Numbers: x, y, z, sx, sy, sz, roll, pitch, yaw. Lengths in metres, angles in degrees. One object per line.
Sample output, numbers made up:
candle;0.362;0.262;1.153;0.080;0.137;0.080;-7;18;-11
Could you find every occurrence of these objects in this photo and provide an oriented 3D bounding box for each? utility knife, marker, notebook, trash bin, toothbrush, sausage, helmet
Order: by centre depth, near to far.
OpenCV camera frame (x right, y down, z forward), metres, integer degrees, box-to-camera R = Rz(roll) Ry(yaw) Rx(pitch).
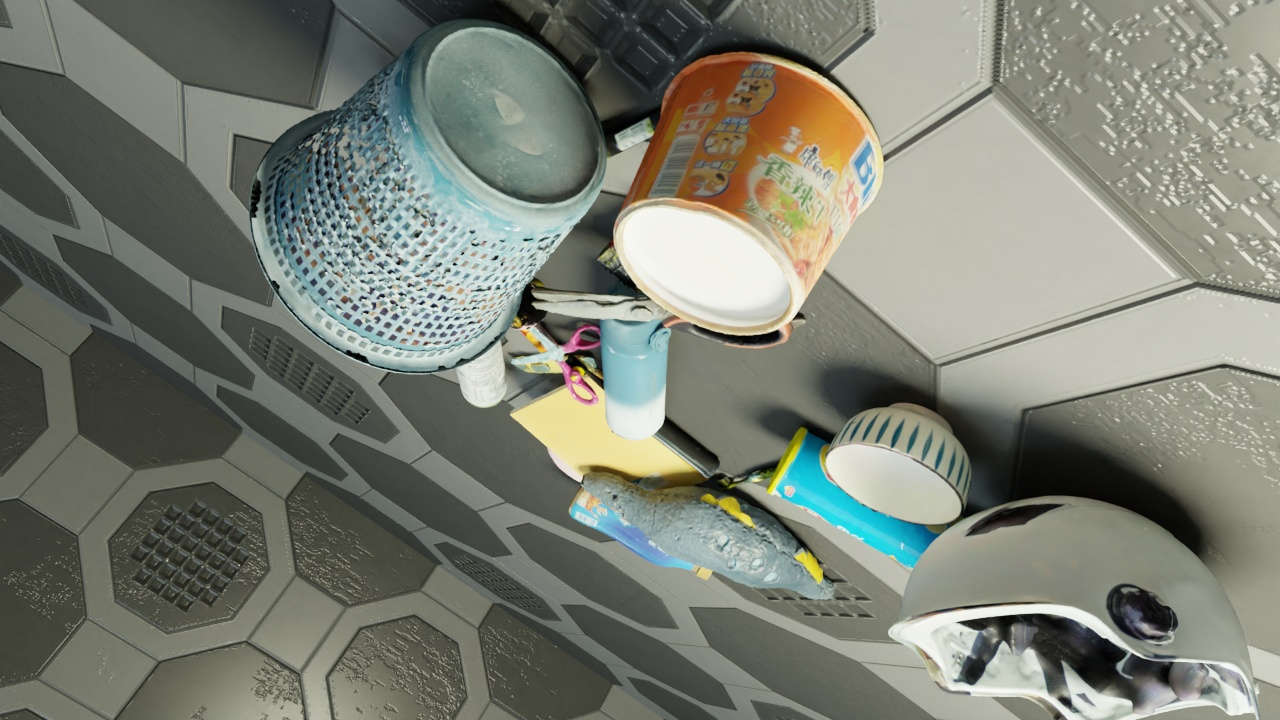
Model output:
trash bin;-0.135;-0.125;0.656;0.226;0.225;0.196;41;141;-19
marker;-0.017;-0.159;0.661;0.018;0.015;0.124;46;148;-25
helmet;0.331;0.185;0.719;0.258;0.145;0.230;21;150;-4
sausage;-0.132;-0.052;0.971;0.021;0.021;0.165;2;141;47
toothbrush;0.130;0.123;1.002;0.017;0.012;0.186;47;153;-5
toothbrush;0.001;0.061;1.012;0.212;0.026;0.027;37;123;-15
utility knife;-0.098;0.003;1.047;0.163;0.018;0.031;-7;139;47
notebook;-0.036;0.101;1.091;0.146;0.010;0.206;-26;122;34

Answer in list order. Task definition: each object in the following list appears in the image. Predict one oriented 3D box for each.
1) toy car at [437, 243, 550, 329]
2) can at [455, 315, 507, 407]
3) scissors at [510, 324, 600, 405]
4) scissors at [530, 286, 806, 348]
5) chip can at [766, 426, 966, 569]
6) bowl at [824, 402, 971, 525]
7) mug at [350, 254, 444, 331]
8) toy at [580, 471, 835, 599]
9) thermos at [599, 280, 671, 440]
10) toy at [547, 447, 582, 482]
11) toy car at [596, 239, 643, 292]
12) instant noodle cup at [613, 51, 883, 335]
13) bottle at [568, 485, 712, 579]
toy car;-0.147;-0.076;0.907;0.122;0.056;0.037;37;151;-10
can;-0.192;0.002;1.095;0.058;0.058;0.147;27;155;10
scissors;-0.082;-0.007;0.965;0.133;0.017;0.136;47;131;-13
scissors;0.017;-0.050;0.739;0.206;0.015;0.194;27;143;-21
chip can;0.227;0.143;0.859;0.210;0.071;0.071;29;155;8
bowl;0.218;0.078;0.759;0.116;0.066;0.117;25;154;13
mug;-0.271;-0.061;1.015;0.081;0.105;0.115;40;153;-17
toy;0.096;0.211;1.099;0.356;0.091;0.138;25;161;-7
thermos;-0.005;0.005;0.881;0.070;0.070;0.221;26;154;13
toy;-0.075;0.107;1.155;0.121;0.054;0.159;0;142;35
toy car;0.008;-0.090;0.734;0.049;0.031;0.107;38;149;-15
instant noodle cup;0.059;-0.094;0.566;0.151;0.111;0.152;22;153;12
bottle;0.005;0.242;1.297;0.219;0.065;0.065;28;155;6
